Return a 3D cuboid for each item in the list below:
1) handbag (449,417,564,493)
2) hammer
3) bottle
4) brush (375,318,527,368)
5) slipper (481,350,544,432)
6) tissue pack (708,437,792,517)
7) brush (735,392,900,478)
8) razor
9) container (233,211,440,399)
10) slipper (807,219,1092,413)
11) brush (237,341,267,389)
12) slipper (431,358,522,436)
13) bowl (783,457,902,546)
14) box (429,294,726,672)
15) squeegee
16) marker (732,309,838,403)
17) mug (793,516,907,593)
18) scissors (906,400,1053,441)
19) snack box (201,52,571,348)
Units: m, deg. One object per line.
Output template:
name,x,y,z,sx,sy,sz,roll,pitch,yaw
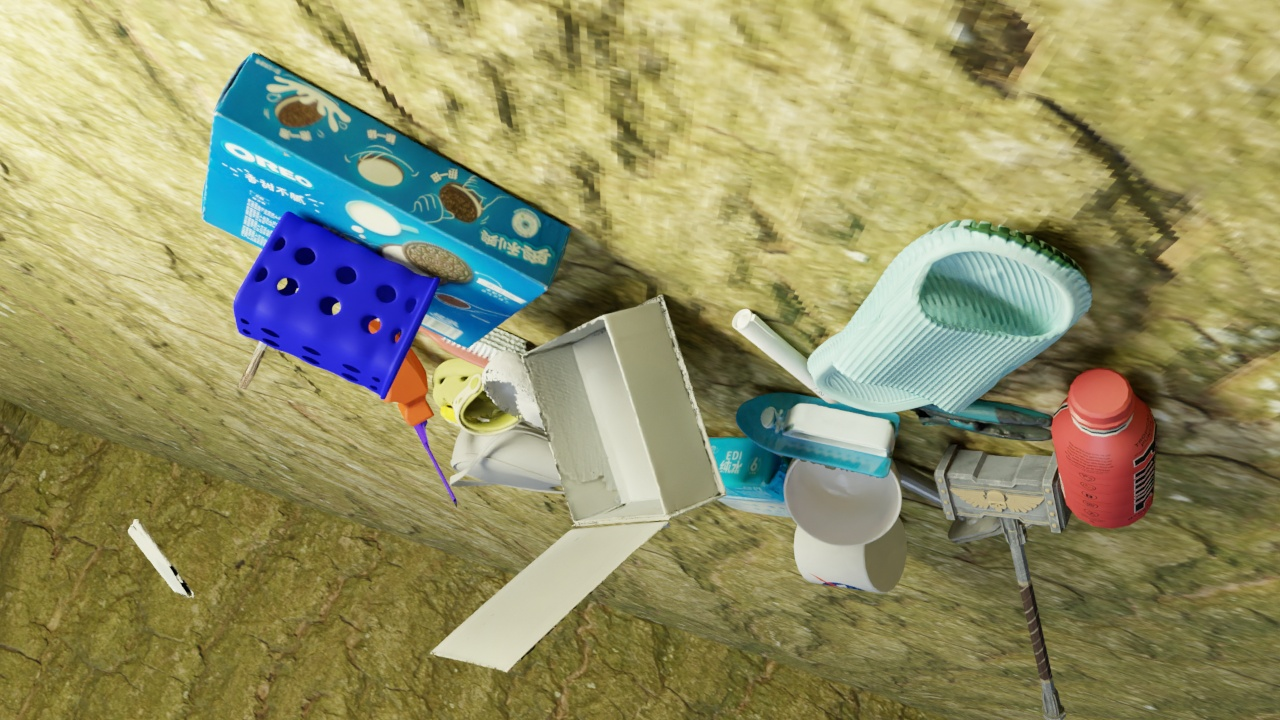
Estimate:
handbag,-0.120,0.142,1.173,0.222,0.095,0.216,21,162,-20
hammer,0.346,0.215,0.817,0.099,0.044,0.322,1,125,39
bottle,0.318,0.059,0.629,0.062,0.062,0.176,6,155,31
brush,-0.188,-0.033,0.869,0.172,0.040,0.030,22,140,-11
slipper,-0.052,0.051,0.903,0.112,0.074,0.246,-13,149,39
tissue pack,0.121,0.117,0.940,0.145,0.061,0.093,-2,152,48
brush,0.145,0.057,0.774,0.136,0.055,0.075,11,166,21
razor,0.279,0.125,0.861,0.116,0.047,0.088,28,159,-2
container,-0.216,-0.038,0.653,0.113,0.085,0.085,25,157,-12
slipper,0.181,-0.002,0.592,0.116,0.069,0.277,18,160,-5
brush,-0.317,-0.043,0.803,0.008,0.142,0.045,26,150,-22
slipper,-0.158,0.044,0.974,0.091,0.081,0.191,30,154,-33
bowl,0.186,0.112,0.841,0.105,0.054,0.105,6,112,14
box,-0.061,0.203,0.694,0.148,0.505,0.167,23,158,-24
squeegee,-0.263,0.020,1.004,0.249,0.055,0.185,48,163,45
marker,0.119,0.000,0.713,0.020,0.017,0.133,-10,145,45
mug,0.245,0.206,1.036,0.090,0.091,0.121,-4,-175,45
scissors,0.245,0.044,0.714,0.138,0.019,0.129,26,158,-13
snack box,-0.196,-0.101,0.679,0.238,0.056,0.196,28,157,-19
